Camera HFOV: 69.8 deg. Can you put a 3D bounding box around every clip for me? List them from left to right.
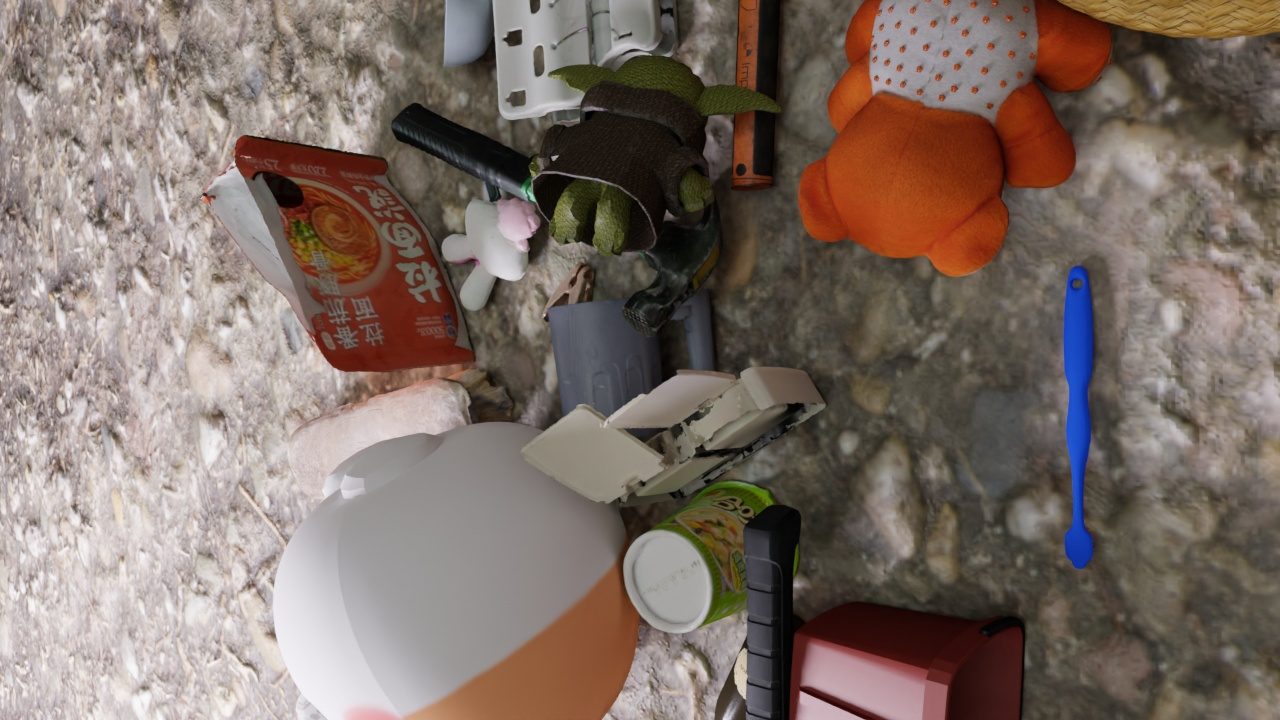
[{"bbox_3d":[-0.052,-0.047,0.750,0.041,0.024,0.061,43,112,23],"label":"clip"},{"bbox_3d":[-0.039,-0.255,0.716,0.152,0.095,0.126,-4,93,13],"label":"clip"}]

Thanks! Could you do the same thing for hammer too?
[{"bbox_3d":[-0.076,-0.135,0.707,0.319,0.032,0.130,29,70,27],"label":"hammer"},{"bbox_3d":[0.072,-0.279,0.642,0.138,0.034,0.314,6,98,33],"label":"hammer"},{"bbox_3d":[0.086,0.261,0.606,0.025,0.117,0.333,5,104,30],"label":"hammer"}]

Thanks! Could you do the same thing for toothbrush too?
[{"bbox_3d":[0.265,0.034,0.554,0.016,0.018,0.182,0,91,33],"label":"toothbrush"}]

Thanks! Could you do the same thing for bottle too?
[{"bbox_3d":[0.073,0.271,0.681,0.045,0.045,0.185,30,110,28],"label":"bottle"}]

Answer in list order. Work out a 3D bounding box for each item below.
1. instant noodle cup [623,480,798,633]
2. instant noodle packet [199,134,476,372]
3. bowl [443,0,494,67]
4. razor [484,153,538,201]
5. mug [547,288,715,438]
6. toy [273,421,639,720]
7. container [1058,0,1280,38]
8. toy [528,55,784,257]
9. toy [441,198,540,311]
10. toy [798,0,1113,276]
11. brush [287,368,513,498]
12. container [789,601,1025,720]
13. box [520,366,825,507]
[{"bbox_3d":[0.045,0.143,0.652,0.099,0.107,0.099,4,97,34],"label":"instant noodle cup"},{"bbox_3d":[-0.251,-0.078,0.796,0.084,0.164,0.221,-42,71,27],"label":"instant noodle packet"},{"bbox_3d":[-0.141,-0.295,0.758,0.106,0.039,0.106,-179,91,-77],"label":"bowl"},{"bbox_3d":[-0.070,-0.169,0.755,0.144,0.022,0.043,-12,96,28],"label":"razor"},{"bbox_3d":[-0.004,0.004,0.698,0.124,0.083,0.104,-6,91,7],"label":"mug"},{"bbox_3d":[-0.129,0.185,0.681,0.263,0.265,0.281,-14,105,61],"label":"toy"},{"bbox_3d":[0.289,-0.306,0.401,0.308,0.196,0.307,5,98,34],"label":"container"},{"bbox_3d":[-0.008,-0.140,0.625,0.179,0.078,0.152,16,64,24],"label":"toy"},{"bbox_3d":[-0.126,-0.098,0.786,0.123,0.037,0.079,-32,81,41],"label":"toy"},{"bbox_3d":[0.179,-0.142,0.557,0.164,0.092,0.172,21,93,28],"label":"toy"},{"bbox_3d":[-0.236,0.072,0.862,0.272,0.056,0.083,-18,88,34],"label":"brush"},{"bbox_3d":[0.195,0.232,0.549,0.201,0.126,0.148,6,97,43],"label":"container"},{"bbox_3d":[0.026,0.046,0.613,0.144,0.183,0.050,-37,67,26],"label":"box"}]
